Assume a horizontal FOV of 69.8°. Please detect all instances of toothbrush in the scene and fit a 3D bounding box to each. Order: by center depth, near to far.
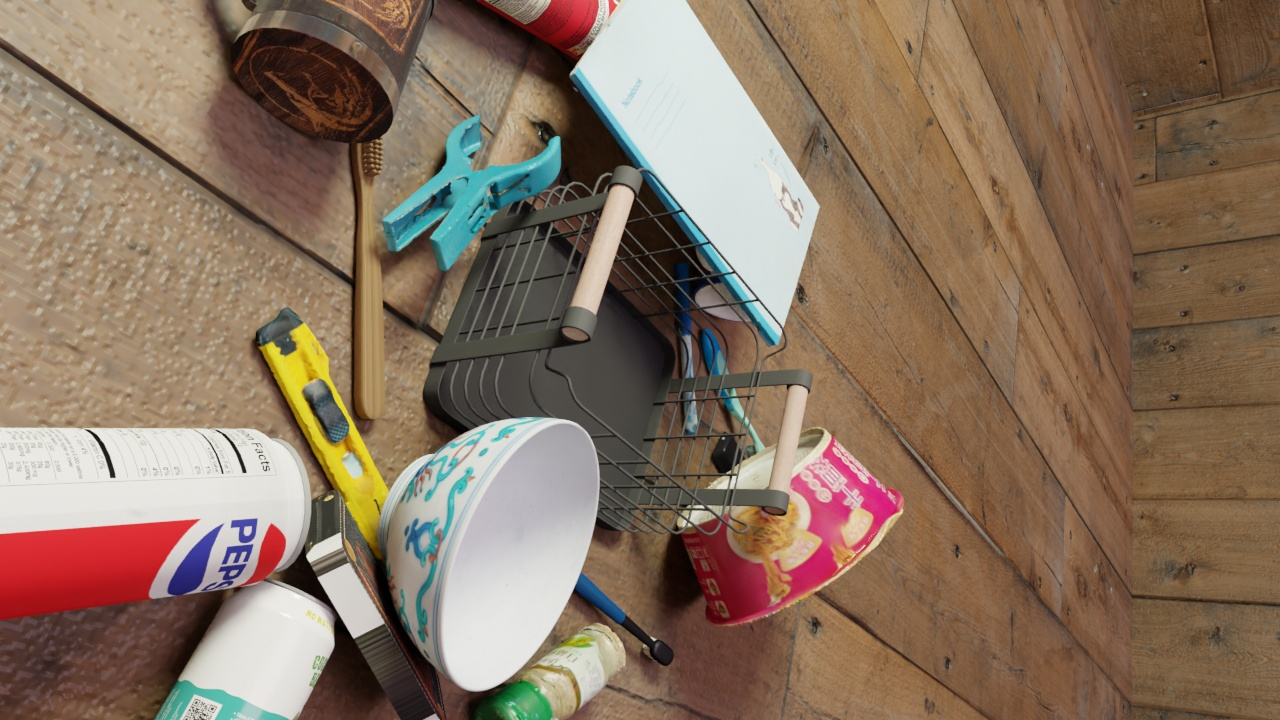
[{"bbox_3d":[-0.151,-0.050,0.510,0.016,0.016,0.166,4,82,-55],"label":"toothbrush"},{"bbox_3d":[-0.024,0.173,0.645,0.168,0.014,0.014,49,60,-33],"label":"toothbrush"},{"bbox_3d":[0.080,0.033,0.801,0.022,0.017,0.135,-39,108,-46],"label":"toothbrush"}]

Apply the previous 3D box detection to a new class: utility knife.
[{"bbox_3d":[-0.157,0.050,0.490,0.030,0.017,0.165,-37,118,-39],"label":"utility knife"}]

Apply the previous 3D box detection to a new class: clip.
[{"bbox_3d":[-0.113,-0.112,0.548,0.129,0.121,0.031,-34,150,-29],"label":"clip"}]

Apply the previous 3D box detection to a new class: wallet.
[{"bbox_3d":[-0.135,0.130,0.467,0.019,0.072,0.123,-25,111,-11],"label":"wallet"}]

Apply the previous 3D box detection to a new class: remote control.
[{"bbox_3d":[0.102,0.120,0.820,0.136,0.015,0.032,59,44,-30],"label":"remote control"}]

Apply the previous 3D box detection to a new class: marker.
[{"bbox_3d":[0.038,-0.010,0.757,0.013,0.013,0.142,1,85,-53],"label":"marker"}]

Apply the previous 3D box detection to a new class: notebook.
[{"bbox_3d":[0.056,-0.156,0.691,0.253,0.009,0.180,49,44,-28],"label":"notebook"}]

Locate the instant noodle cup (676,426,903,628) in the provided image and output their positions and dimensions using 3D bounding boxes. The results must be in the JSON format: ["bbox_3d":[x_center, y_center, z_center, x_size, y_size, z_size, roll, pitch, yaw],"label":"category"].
[{"bbox_3d":[0.104,0.120,0.709,0.077,0.179,0.178,56,41,-1],"label":"instant noodle cup"}]

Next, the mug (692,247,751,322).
[{"bbox_3d":[0.077,-0.090,0.765,0.112,0.075,0.076,38,56,-49],"label":"mug"}]

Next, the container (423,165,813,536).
[{"bbox_3d":[-0.004,0.003,0.601,0.241,0.130,0.162,43,53,-41],"label":"container"}]

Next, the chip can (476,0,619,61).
[{"bbox_3d":[-0.077,-0.248,0.605,0.214,0.052,0.051,12,76,-52],"label":"chip can"}]

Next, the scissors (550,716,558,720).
[{"bbox_3d":[-0.104,0.263,0.497,0.161,0.014,0.141,-59,148,-3],"label":"scissors"}]

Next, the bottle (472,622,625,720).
[{"bbox_3d":[-0.054,0.207,0.580,0.110,0.043,0.043,-21,102,-53],"label":"bottle"}]

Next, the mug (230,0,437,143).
[{"bbox_3d":[-0.165,-0.188,0.466,0.115,0.080,0.107,27,61,-29],"label":"mug"}]

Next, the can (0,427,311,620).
[{"bbox_3d":[-0.209,0.062,0.371,0.132,0.070,0.070,6,81,-52],"label":"can"}]

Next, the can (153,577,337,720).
[{"bbox_3d":[-0.180,0.153,0.410,0.055,0.055,0.101,50,49,-37],"label":"can"}]

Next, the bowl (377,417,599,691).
[{"bbox_3d":[-0.090,0.091,0.488,0.143,0.074,0.144,-45,143,-48],"label":"bowl"}]
